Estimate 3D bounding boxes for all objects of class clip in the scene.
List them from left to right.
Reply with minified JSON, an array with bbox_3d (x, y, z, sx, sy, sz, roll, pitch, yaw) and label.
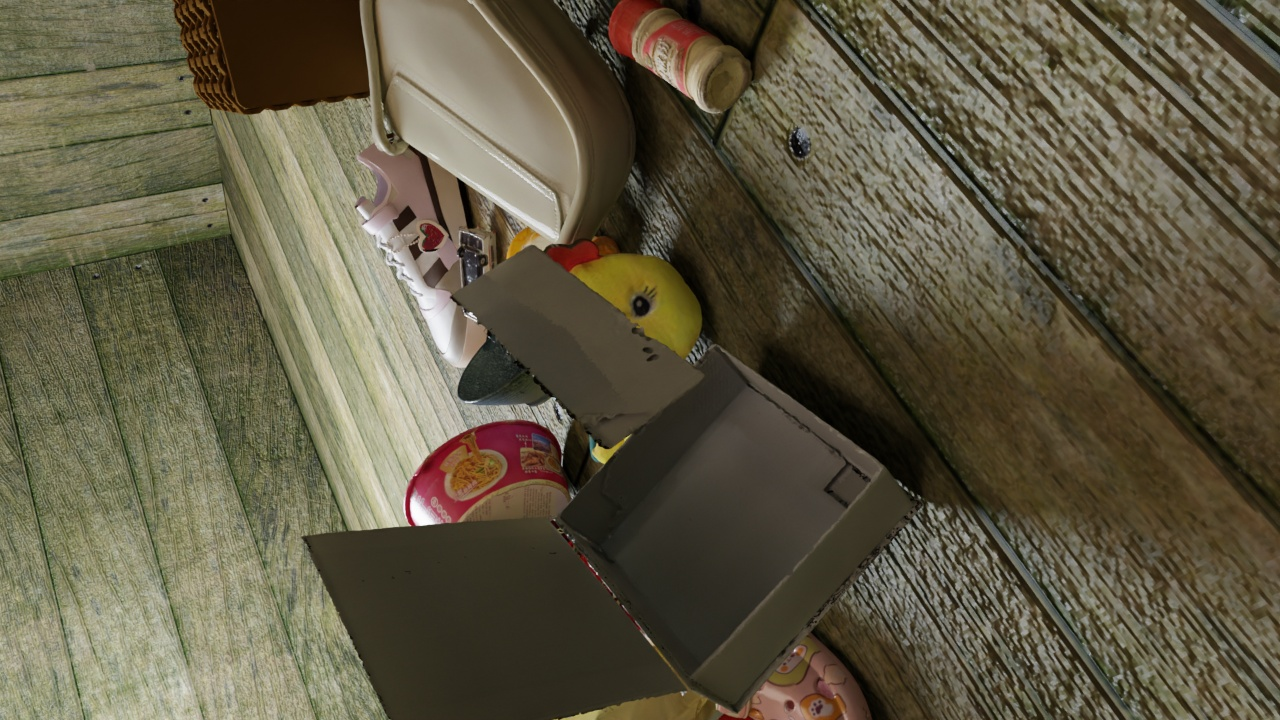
[{"bbox_3d":[-0.147,-0.047,1.018,0.032,0.013,0.051,-42,66,59],"label":"clip"}]

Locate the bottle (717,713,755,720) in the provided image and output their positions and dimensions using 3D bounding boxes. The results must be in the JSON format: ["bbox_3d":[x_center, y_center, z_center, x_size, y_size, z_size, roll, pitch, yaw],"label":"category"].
[{"bbox_3d":[0.063,0.325,0.821,0.119,0.036,0.036,-29,80,63],"label":"bottle"}]

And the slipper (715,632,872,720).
[{"bbox_3d":[0.086,0.233,0.676,0.197,0.081,0.093,45,144,46],"label":"slipper"}]

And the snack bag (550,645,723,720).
[{"bbox_3d":[-0.029,0.317,0.818,0.068,0.159,0.248,59,143,3],"label":"snack bag"}]

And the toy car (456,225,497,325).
[{"bbox_3d":[-0.177,-0.096,1.016,0.039,0.038,0.113,22,131,24],"label":"toy car"}]

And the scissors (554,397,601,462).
[{"bbox_3d":[-0.053,0.044,0.896,0.135,0.015,0.129,-29,79,65],"label":"scissors"}]

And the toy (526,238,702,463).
[{"bbox_3d":[-0.004,0.004,0.686,0.207,0.134,0.092,61,-166,6],"label":"toy"}]

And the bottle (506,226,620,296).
[{"bbox_3d":[-0.065,-0.086,0.786,0.109,0.063,0.063,4,110,47],"label":"bottle"}]

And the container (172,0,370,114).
[{"bbox_3d":[-0.266,-0.345,0.795,0.214,0.251,0.220,26,128,55],"label":"container"}]

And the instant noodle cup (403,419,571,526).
[{"bbox_3d":[-0.147,0.153,0.950,0.077,0.178,0.179,52,147,40],"label":"instant noodle cup"}]

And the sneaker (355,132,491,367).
[{"bbox_3d":[-0.257,-0.120,1.065,0.112,0.116,0.294,27,129,55],"label":"sneaker"}]

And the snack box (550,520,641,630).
[{"bbox_3d":[-0.053,0.211,0.846,0.036,0.132,0.152,16,118,36],"label":"snack box"}]

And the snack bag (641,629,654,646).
[{"bbox_3d":[0.017,0.274,0.893,0.026,0.020,0.099,7,113,52],"label":"snack bag"}]

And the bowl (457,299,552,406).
[{"bbox_3d":[-0.108,0.007,0.889,0.057,0.137,0.137,48,163,-25],"label":"bowl"}]

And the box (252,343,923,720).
[{"bbox_3d":[-0.024,0.098,0.511,0.167,0.329,0.165,39,125,47],"label":"box"}]

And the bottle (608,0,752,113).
[{"bbox_3d":[0.023,-0.194,0.575,0.109,0.044,0.044,48,144,39],"label":"bottle"}]

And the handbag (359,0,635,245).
[{"bbox_3d":[-0.098,-0.198,0.706,0.229,0.131,0.185,38,128,10],"label":"handbag"}]
